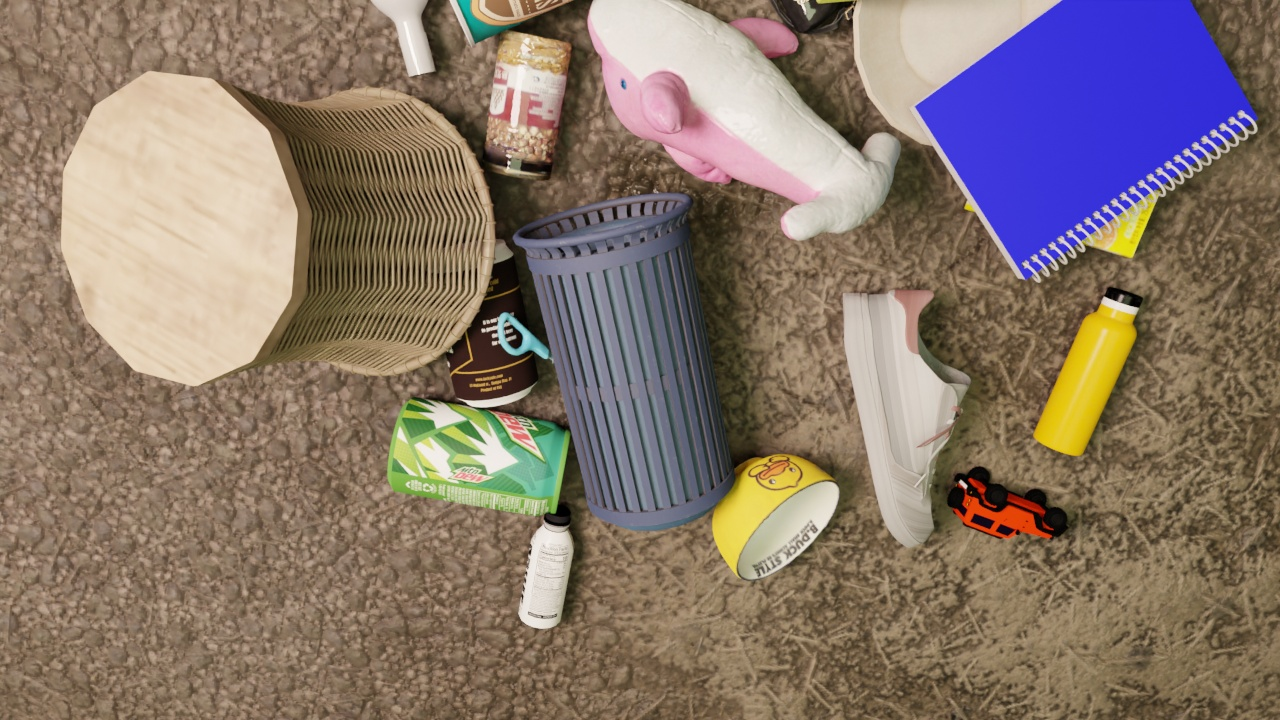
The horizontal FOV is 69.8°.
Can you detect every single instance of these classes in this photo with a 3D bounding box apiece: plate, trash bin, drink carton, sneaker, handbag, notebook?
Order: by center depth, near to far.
[{"bbox_3d":[0.125,-0.313,0.689,0.079,0.054,0.128,-33,102,-2],"label":"handbag"},{"bbox_3d":[0.340,-0.185,0.702,0.209,0.022,0.171,-36,99,5],"label":"notebook"},{"bbox_3d":[0.250,-0.259,0.704,0.188,0.027,0.189,-2,109,-7],"label":"plate"},{"bbox_3d":[-0.005,0.004,0.741,0.139,0.139,0.250,-11,109,3],"label":"trash bin"},{"bbox_3d":[0.340,-0.131,0.746,0.134,0.043,0.058,15,104,-5],"label":"drink carton"},{"bbox_3d":[0.235,0.048,0.774,0.090,0.099,0.236,-11,106,18],"label":"sneaker"}]

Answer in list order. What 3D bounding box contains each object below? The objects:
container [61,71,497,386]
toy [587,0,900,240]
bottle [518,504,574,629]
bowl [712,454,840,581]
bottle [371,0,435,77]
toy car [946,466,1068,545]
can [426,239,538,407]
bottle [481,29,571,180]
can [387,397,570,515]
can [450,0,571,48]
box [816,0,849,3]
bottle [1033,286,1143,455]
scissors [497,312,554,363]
[{"bbox_3d":[-0.248,-0.089,0.642,0.227,0.195,0.227,3,98,20],"label":"container"},{"bbox_3d":[0.062,-0.177,0.695,0.265,0.186,0.128,38,144,11],"label":"toy"},{"bbox_3d":[-0.085,0.189,0.848,0.041,0.041,0.116,10,107,-3],"label":"bottle"},{"bbox_3d":[0.109,0.128,0.804,0.117,0.067,0.117,-27,141,-24],"label":"bowl"},{"bbox_3d":[-0.189,-0.313,0.682,0.052,0.052,0.195,-11,107,3],"label":"bottle"},{"bbox_3d":[0.328,0.134,0.825,0.100,0.051,0.049,21,104,-6],"label":"toy car"},{"bbox_3d":[-0.130,-0.031,0.762,0.072,0.071,0.129,-9,107,3],"label":"can"},{"bbox_3d":[-0.089,-0.199,0.717,0.056,0.056,0.105,11,107,-3],"label":"bottle"},{"bbox_3d":[-0.137,0.084,0.793,0.144,0.083,0.083,11,107,-3],"label":"can"},{"bbox_3d":[-0.076,-0.299,0.651,0.144,0.099,0.099,-25,106,-2],"label":"can"},{"bbox_3d":[0.173,-0.369,0.623,0.124,0.079,0.221,-8,87,-1],"label":"box"},{"bbox_3d":[0.387,0.009,0.789,0.043,0.043,0.144,15,107,-5],"label":"bottle"},{"bbox_3d":[-0.078,-0.011,0.762,0.015,0.117,0.139,-5,102,36],"label":"scissors"}]
